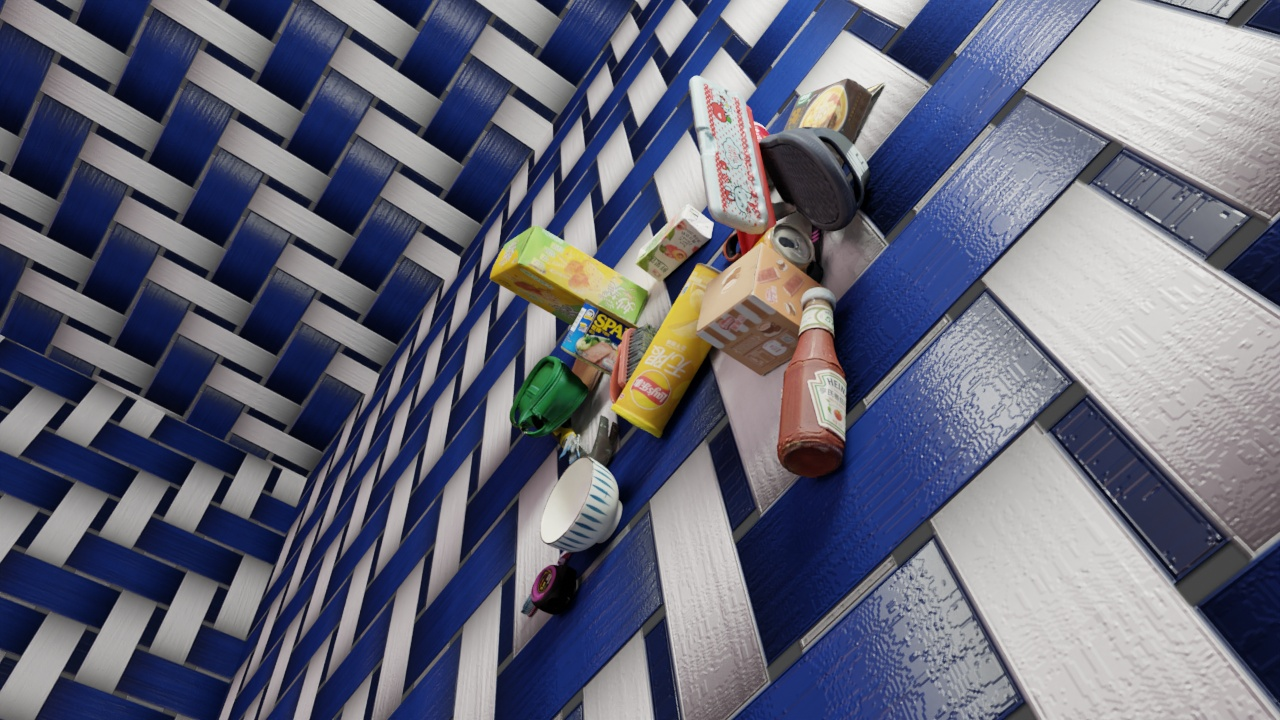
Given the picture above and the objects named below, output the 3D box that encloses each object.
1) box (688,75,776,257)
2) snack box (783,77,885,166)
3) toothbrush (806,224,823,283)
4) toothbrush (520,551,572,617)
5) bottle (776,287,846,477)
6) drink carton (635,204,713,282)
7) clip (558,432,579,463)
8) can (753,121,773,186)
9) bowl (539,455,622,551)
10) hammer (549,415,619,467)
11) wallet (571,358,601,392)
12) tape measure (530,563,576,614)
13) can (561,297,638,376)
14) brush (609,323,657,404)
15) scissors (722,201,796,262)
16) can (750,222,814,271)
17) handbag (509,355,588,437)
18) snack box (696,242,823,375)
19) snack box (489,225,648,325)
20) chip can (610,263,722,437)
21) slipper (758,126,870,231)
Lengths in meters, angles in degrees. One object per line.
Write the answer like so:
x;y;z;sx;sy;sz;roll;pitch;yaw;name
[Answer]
0.111;-0.221;1.062;0.074;0.154;0.201;-16;63;18;box
0.229;-0.293;1.142;0.125;0.053;0.113;-67;22;-6;snack box
0.200;-0.150;1.050;0.014;0.018;0.188;-30;33;34;toothbrush
-0.099;0.248;1.176;0.187;0.017;0.016;-58;22;4;toothbrush
0.163;0.013;0.857;0.060;0.059;0.205;-38;28;42;bottle
0.050;-0.174;1.366;0.123;0.053;0.045;-39;24;42;drink carton
-0.094;0.119;1.251;0.027;0.043;0.058;-51;18;25;clip
0.161;-0.288;1.271;0.053;0.053;0.132;-50;23;22;can
-0.065;0.183;1.120;0.117;0.066;0.116;-48;24;29;bowl
-0.106;0.113;1.357;0.126;0.032;0.323;-58;21;1;hammer
-0.082;0.012;1.445;0.101;0.020;0.115;-25;36;56;wallet
-0.103;0.279;1.115;0.058;0.039;0.056;-28;36;45;tape measure
-0.054;-0.030;1.338;0.083;0.102;0.057;-61;21;1;can
-0.007;0.007;1.234;0.069;0.063;0.145;-33;29;23;brush
0.143;-0.183;1.136;0.226;0.015;0.189;153;118;-71;scissors
0.132;-0.091;1.033;0.146;0.058;0.058;-48;22;49;can
-0.144;0.058;1.370;0.120;0.068;0.131;-50;18;-10;handbag
0.128;-0.053;0.970;0.093;0.094;0.076;-36;30;46;snack box
-0.115;-0.118;1.439;0.158;0.210;0.070;-10;53;64;snack box
0.047;-0.012;1.130;0.213;0.072;0.072;-59;21;-3;chip can
0.198;-0.218;1.015;0.083;0.111;0.268;-27;17;2;slipper
